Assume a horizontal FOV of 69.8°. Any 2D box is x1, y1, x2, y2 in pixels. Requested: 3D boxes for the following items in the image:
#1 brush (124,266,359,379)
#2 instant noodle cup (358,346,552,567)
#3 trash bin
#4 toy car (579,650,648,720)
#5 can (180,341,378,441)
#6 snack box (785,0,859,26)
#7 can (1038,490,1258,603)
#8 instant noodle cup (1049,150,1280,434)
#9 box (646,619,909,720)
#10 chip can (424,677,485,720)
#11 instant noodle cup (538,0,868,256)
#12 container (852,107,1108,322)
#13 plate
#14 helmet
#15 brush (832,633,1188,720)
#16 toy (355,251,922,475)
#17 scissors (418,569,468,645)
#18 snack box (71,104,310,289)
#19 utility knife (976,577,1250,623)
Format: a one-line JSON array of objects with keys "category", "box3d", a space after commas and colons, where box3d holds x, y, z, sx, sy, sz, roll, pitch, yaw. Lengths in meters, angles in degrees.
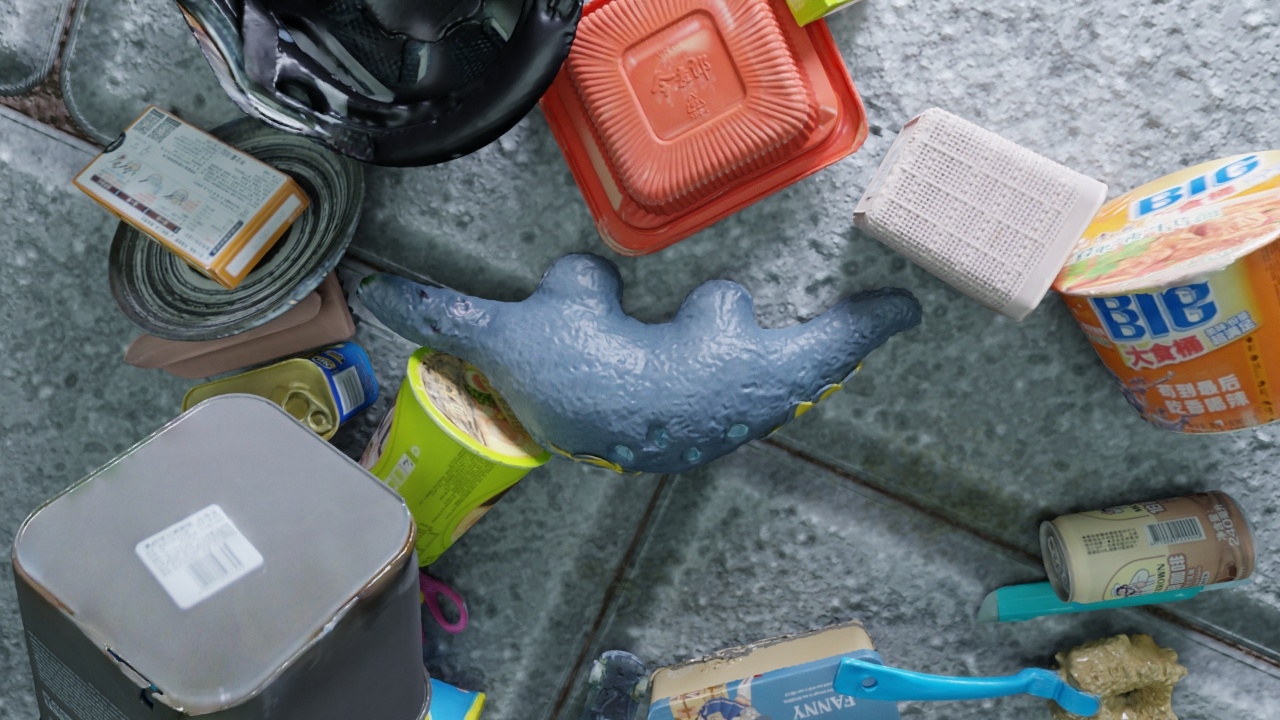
[{"category": "brush", "box3d": [-0.270, -0.026, 0.619, 0.146, 0.073, 0.063, -16, 101, 7]}, {"category": "instant noodle cup", "box3d": [-0.137, 0.071, 0.616, 0.111, 0.111, 0.124, 39, 110, -3]}, {"category": "trash bin", "box3d": [-0.236, 0.161, 0.535, 0.199, 0.198, 0.220, 33, 136, 13]}, {"category": "toy car", "box3d": [-0.022, 0.255, 0.672, 0.043, 0.034, 0.090, 15, 100, 4]}, {"category": "can", "box3d": [-0.239, 0.027, 0.621, 0.102, 0.083, 0.057, -15, 100, 7]}, {"category": "snack box", "box3d": [0.088, -0.281, 0.536, 0.026, 0.085, 0.156, -20, 101, 52]}, {"category": "can", "box3d": [0.331, 0.123, 0.603, 0.116, 0.058, 0.058, -11, 100, 7]}, {"category": "instant noodle cup", "box3d": [0.329, -0.035, 0.533, 0.151, 0.151, 0.111, -30, 105, 10]}, {"category": "box", "box3d": [0.099, 0.248, 0.647, 0.184, 0.061, 0.090, -19, 100, 10]}, {"category": "chip can", "box3d": [-0.224, 0.242, 0.668, 0.210, 0.071, 0.071, 20, 102, 1]}, {"category": "instant noodle cup", "box3d": [0.028, -0.167, 0.563, 0.189, 0.079, 0.164, -26, 94, 13]}, {"category": "container", "box3d": [0.198, -0.092, 0.559, 0.111, 0.089, 0.090, 29, 102, 1]}, {"category": "plate", "box3d": [-0.256, -0.085, 0.591, 0.179, 0.024, 0.179, -7, 61, 12]}, {"category": "helmet", "box3d": [-0.148, -0.243, 0.524, 0.274, 0.156, 0.230, 41, 105, -6]}, {"category": "brush", "box3d": [0.249, 0.217, 0.610, 0.254, 0.046, 0.083, 7, 109, -13]}, {"category": "toy", "box3d": [-0.003, 0.003, 0.590, 0.356, 0.091, 0.138, 5, 101, -1]}, {"category": "scissors", "box3d": [-0.184, 0.151, 0.678, 0.074, 0.017, 0.137, -32, 93, 19]}, {"category": "snack box", "box3d": [-0.286, -0.107, 0.581, 0.154, 0.026, 0.075, 28, 72, 26]}, {"category": "utility knife", "box3d": [0.324, 0.160, 0.634, 0.182, 0.013, 0.029, -9, 103, 8]}]
